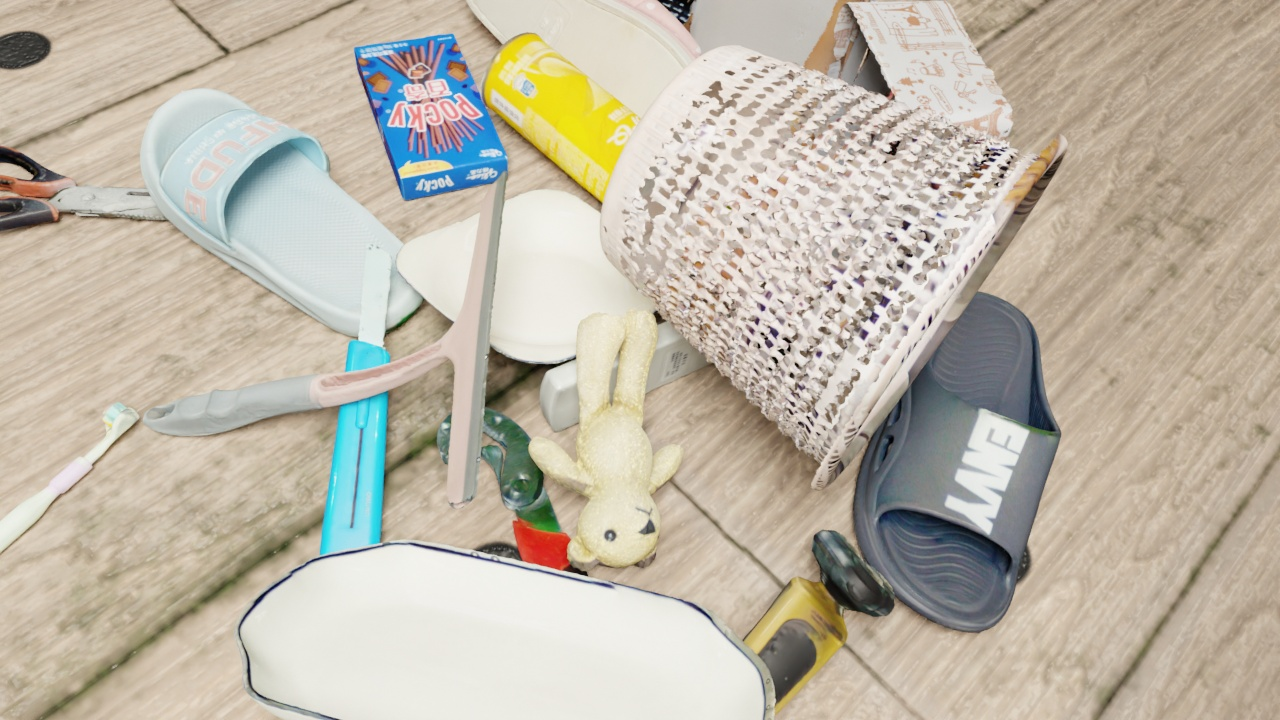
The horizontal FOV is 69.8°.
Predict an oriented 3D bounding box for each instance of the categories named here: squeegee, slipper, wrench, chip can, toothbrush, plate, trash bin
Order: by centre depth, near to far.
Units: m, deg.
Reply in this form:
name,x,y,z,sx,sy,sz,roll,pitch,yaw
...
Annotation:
name,x,y,z,sx,sy,sz,roll,pitch,yaw
plate,-0.067,0.156,0.459,0.266,0.034,0.161,11,17,8
toothbrush,-0.365,0.097,0.523,0.020,0.029,0.189,50,57,-23
trash bin,0.092,-0.070,0.529,0.192,0.228,0.226,36,59,16
wrench,-0.049,0.136,0.540,0.056,0.016,0.273,-23,62,-17
squeegee,-0.189,0.012,0.551,0.250,0.040,0.247,-15,48,15
slipper,0.214,0.040,0.600,0.111,0.083,0.267,19,55,7
slipper,-0.251,-0.110,0.635,0.245,0.074,0.103,38,60,11
plate,-0.067,-0.053,0.635,0.164,0.034,0.163,36,48,27
chip can,-0.026,-0.160,0.697,0.213,0.072,0.071,41,61,15
slipper,-0.042,-0.263,0.752,0.274,0.114,0.054,42,34,16

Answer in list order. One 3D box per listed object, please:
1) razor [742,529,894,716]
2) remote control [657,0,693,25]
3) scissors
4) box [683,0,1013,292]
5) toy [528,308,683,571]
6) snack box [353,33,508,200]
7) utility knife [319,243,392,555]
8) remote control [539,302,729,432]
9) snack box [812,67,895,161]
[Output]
name,x,y,z,sx,sy,sz,roll,pitch,yaw
razor,0.077,0.167,0.512,0.167,0.068,0.062,-41,87,-21
remote control,0.012,-0.286,0.820,0.053,0.024,0.136,30,59,11
scissors,-0.415,-0.125,0.663,0.196,0.015,0.205,40,54,21
box,0.138,-0.195,0.685,0.124,0.179,0.273,-28,66,-24
toy,-0.012,0.046,0.550,0.105,0.066,0.157,4,84,-35
snack box,-0.170,-0.200,0.738,0.084,0.026,0.157,-15,60,-18
utility knife,-0.173,0.021,0.575,0.034,0.018,0.216,2,67,-8
remote control,-0.004,0.004,0.609,0.135,0.056,0.019,-23,62,-20
snack box,0.142,-0.225,0.779,0.207,0.057,0.058,26,60,9
